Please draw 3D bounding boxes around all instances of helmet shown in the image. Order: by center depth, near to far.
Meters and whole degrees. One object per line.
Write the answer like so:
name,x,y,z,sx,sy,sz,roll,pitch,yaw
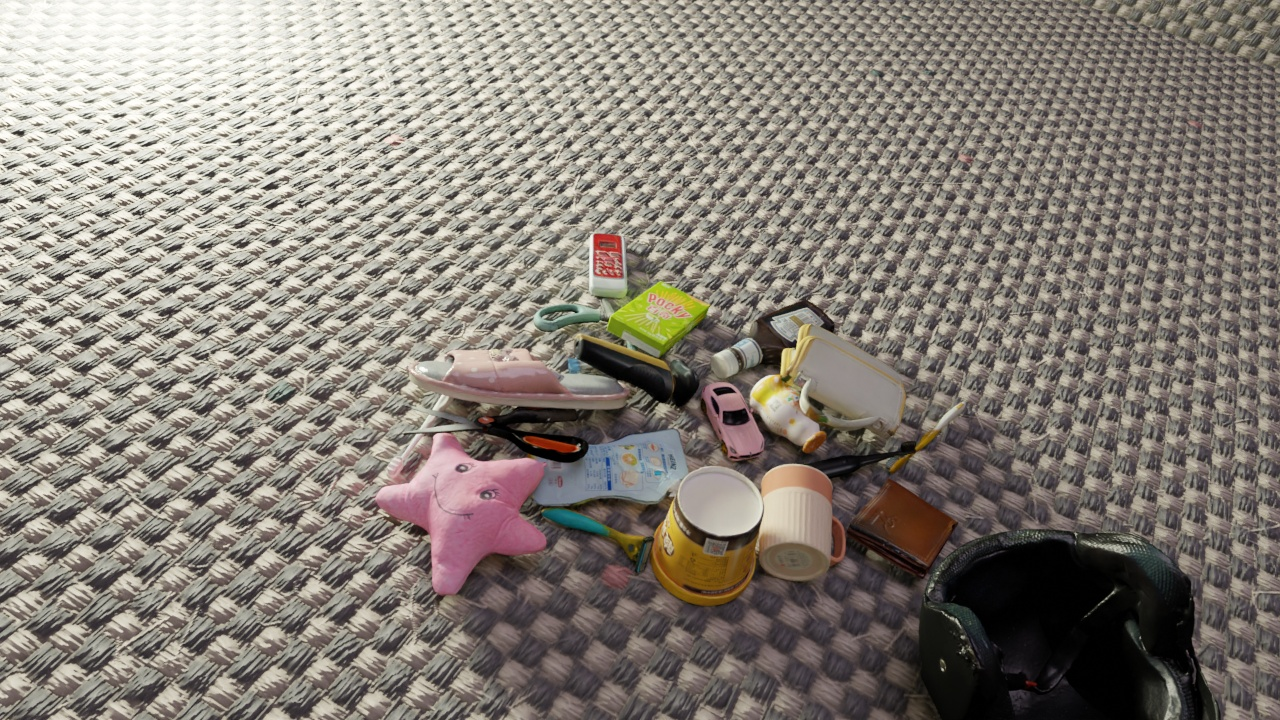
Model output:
helmet,0.391,0.295,0.869,0.233,0.230,0.274,-19,49,-9

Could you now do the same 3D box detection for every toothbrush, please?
toothbrush,-0.257,0.075,1.108,0.016,0.016,0.179,22,44,6
toothbrush,0.254,0.130,1.143,0.212,0.027,0.026,-11,31,-17
toothbrush,0.381,0.098,1.218,0.018,0.016,0.190,33,48,32

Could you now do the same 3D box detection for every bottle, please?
bottle,0.190,0.069,1.173,0.063,0.063,0.108,-20,53,-28
bottle,0.182,-0.025,1.281,0.194,0.044,0.080,-24,54,-30

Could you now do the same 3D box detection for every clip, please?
clip,-0.068,0.008,1.216,0.058,0.037,0.025,-7,45,-14

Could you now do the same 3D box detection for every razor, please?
razor,-0.050,0.191,1.025,0.132,0.043,0.028,19,20,14
razor,-0.007,0.007,1.170,0.167,0.062,0.067,22,49,-11

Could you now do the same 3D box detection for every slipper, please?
slipper,-0.145,0.018,1.130,0.274,0.054,0.114,7,13,-12

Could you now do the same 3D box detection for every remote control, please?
remote control,-0.048,-0.144,1.370,0.056,0.020,0.135,5,44,-7

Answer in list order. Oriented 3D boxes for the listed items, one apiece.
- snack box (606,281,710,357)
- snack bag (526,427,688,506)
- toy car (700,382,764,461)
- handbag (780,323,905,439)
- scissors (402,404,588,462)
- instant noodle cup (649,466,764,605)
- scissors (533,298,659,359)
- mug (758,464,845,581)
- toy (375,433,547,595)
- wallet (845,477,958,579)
snack box,0.027,-0.060,1.273,0.086,0.026,0.156,29,33,16
snack bag,-0.037,0.127,1.085,0.191,0.039,0.110,0,35,-12
toy car,0.118,0.075,1.173,0.056,0.037,0.122,-9,49,-18
handbag,0.260,0.037,1.169,0.163,0.063,0.178,29,30,-2
scissors,-0.157,0.075,1.071,0.228,0.022,0.220,22,22,34
instant noodle cup,0.076,0.186,0.995,0.118,0.115,0.118,5,45,-6
scissors,-0.051,-0.037,1.247,0.171,0.019,0.170,-6,37,-30
mug,0.188,0.192,1.046,0.114,0.082,0.105,33,42,-21
toy,-0.185,0.149,1.004,0.178,0.075,0.194,-27,55,-24
wallet,0.311,0.195,1.084,0.101,0.032,0.124,30,35,24
